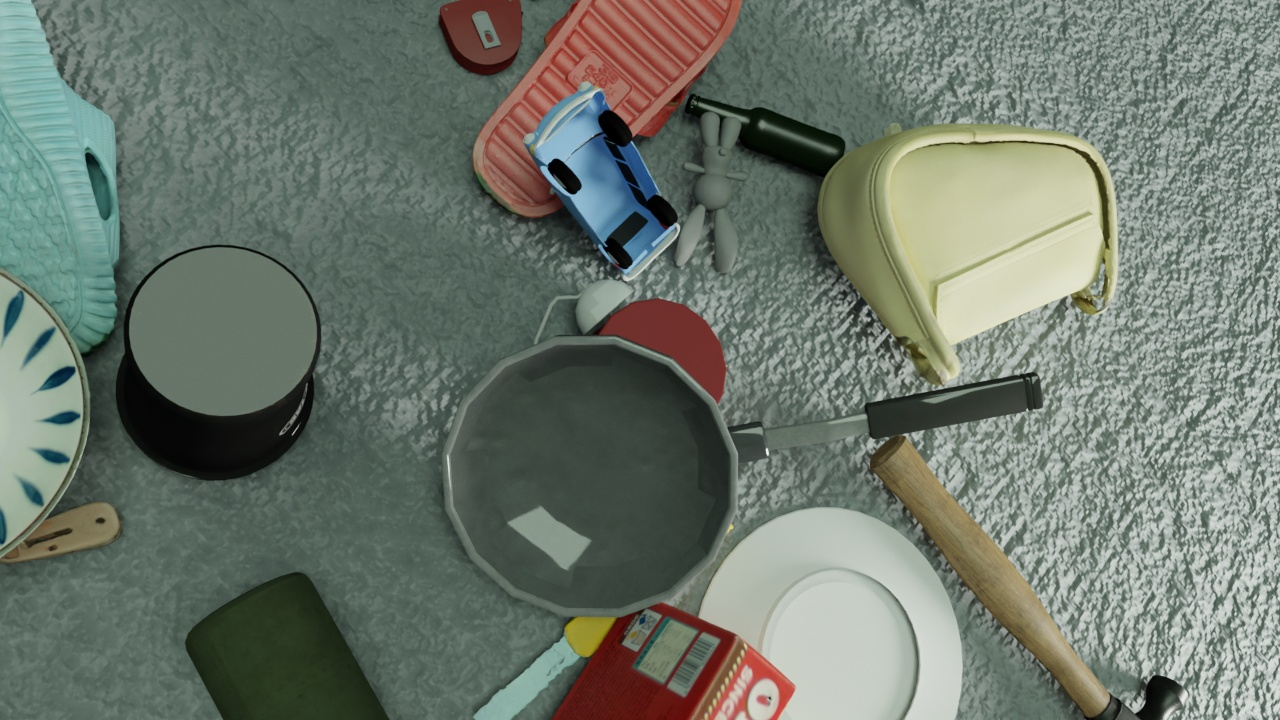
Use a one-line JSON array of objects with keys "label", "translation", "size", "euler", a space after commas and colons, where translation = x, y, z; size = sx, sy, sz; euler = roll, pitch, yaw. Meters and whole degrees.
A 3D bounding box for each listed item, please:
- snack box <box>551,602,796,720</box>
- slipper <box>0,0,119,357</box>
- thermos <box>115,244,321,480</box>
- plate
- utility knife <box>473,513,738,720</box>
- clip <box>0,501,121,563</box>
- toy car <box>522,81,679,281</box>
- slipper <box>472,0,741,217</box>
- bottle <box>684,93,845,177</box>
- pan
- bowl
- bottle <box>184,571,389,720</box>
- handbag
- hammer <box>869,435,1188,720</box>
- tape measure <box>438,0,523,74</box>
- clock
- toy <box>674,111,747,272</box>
[{"label": "snack box", "translation": [-0.021, 0.255, 0.516], "size": [0.060, 0.113, 0.235], "euler": [45, 69, -23]}, {"label": "slipper", "translation": [-0.367, -0.132, 0.515], "size": [0.116, 0.069, 0.276], "euler": [-11, 101, -9]}, {"label": "thermos", "translation": [-0.211, 0.004, 0.462], "size": [0.105, 0.219, 0.105], "euler": [4, 80, -25]}, {"label": "plate", "translation": [0.136, 0.206, 0.632], "size": [0.208, 0.015, 0.208], "euler": [4, 78, -17]}, {"label": "utility knife", "translation": [-0.017, 0.158, 0.593], "size": [0.217, 0.019, 0.030], "euler": [-37, 86, -25]}, {"label": "clip", "translation": [-0.321, 0.096, 0.505], "size": [0.061, 0.049, 0.025], "euler": [-17, 83, 8]}, {"label": "toy car", "translation": [-0.024, -0.113, 0.590], "size": [0.056, 0.153, 0.055], "euler": [-44, 55, -4]}, {"label": "slipper", "translation": [-0.021, -0.202, 0.646], "size": [0.103, 0.059, 0.248], "euler": [38, 86, -8]}, {"label": "bottle", "translation": [0.092, -0.172, 0.688], "size": [0.123, 0.033, 0.033], "euler": [17, 74, -13]}, {"label": "pan", "translation": [0.058, 0.051, 0.555], "size": [0.357, 0.041, 0.179], "euler": [-11, 102, 5]}, {"label": "bowl", "translation": [-0.376, 0.032, 0.477], "size": [0.177, 0.071, 0.177], "euler": [3, 80, -15]}, {"label": "bottle", "translation": [-0.164, 0.219, 0.494], "size": [0.071, 0.072, 0.206], "euler": [-30, 82, -21]}, {"label": "handbag", "translation": [0.251, -0.095, 0.690], "size": [0.232, 0.089, 0.191], "euler": [-20, 101, -22]}, {"label": "hammer", "translation": [0.270, 0.183, 0.665], "size": [0.132, 0.040, 0.305], "euler": [-41, 93, -26]}, {"label": "tape measure", "translation": [-0.106, -0.230, 0.644], "size": [0.059, 0.019, 0.051], "euler": [-22, 86, -20]}, {"label": "clock", "translation": [-0.004, 0.003, 0.613], "size": [0.137, 0.048, 0.096], "euler": [24, 73, -11]}, {"label": "toy", "translation": [0.052, -0.121, 0.659], "size": [0.049, 0.030, 0.111], "euler": [7, 89, -16]}]
